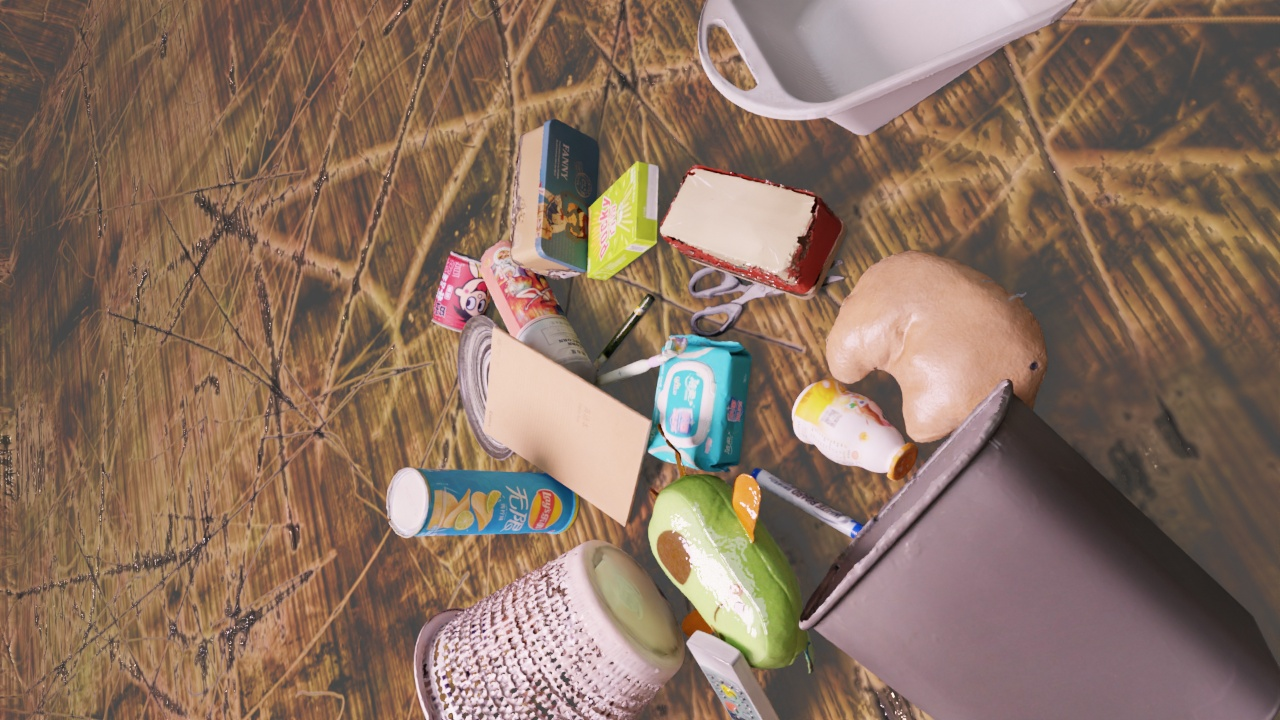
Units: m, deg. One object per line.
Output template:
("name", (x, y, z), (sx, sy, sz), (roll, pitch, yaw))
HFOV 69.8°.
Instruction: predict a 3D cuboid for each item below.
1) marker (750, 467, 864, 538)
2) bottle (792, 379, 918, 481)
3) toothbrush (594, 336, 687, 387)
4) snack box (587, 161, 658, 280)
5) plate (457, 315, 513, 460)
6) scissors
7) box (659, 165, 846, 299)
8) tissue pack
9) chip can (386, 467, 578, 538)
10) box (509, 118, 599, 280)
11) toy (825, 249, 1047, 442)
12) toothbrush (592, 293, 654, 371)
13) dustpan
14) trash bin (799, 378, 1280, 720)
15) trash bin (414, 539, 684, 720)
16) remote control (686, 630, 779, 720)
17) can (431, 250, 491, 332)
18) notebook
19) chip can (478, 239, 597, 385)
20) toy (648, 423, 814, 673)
("marker", (0.159, 0.134, 0.834), (0.146, 0.016, 0.017), (27, 100, 41))
("bottle", (0.185, 0.062, 0.792), (0.108, 0.063, 0.063), (35, 105, 40))
("toothbrush", (-0.006, 0.006, 0.958), (0.020, 0.029, 0.190), (57, 151, -4))
("snack box", (-0.022, -0.147, 0.991), (0.157, 0.026, 0.085), (158, 116, -67))
("plate", (-0.177, 0.031, 1.117), (0.179, 0.024, 0.179), (24, 119, 53))
("scissors", (0.117, -0.078, 0.911), (0.172, 0.014, 0.146), (-51, 55, 23))
("box", (0.100, -0.127, 0.882), (0.168, 0.080, 0.091), (25, 89, 42))
("tissue pack", (0.059, 0.041, 0.916), (0.093, 0.050, 0.133), (4, 84, 43))
("chip can", (-0.163, 0.152, 0.983), (0.071, 0.210, 0.071), (-8, 78, 40))
("box", (-0.099, -0.191, 1.068), (0.061, 0.089, 0.184), (-6, 77, 41))
("toy", (0.257, 0.001, 0.737), (0.226, 0.082, 0.144), (43, 111, 33))
("toothbrush", (-0.040, -0.002, 1.036), (0.186, 0.012, 0.017), (-51, 58, 22))
("dustpan", (0.188, -0.320, 0.808), (0.258, 0.142, 0.222), (-40, 59, 31))
("trash bin", (0.257, 0.160, 0.605), (0.220, 0.198, 0.199), (42, 112, 13))
("trash bin", (-0.073, 0.289, 0.897), (0.192, 0.227, 0.227), (-41, 57, 13))
("remote control", (0.086, 0.292, 0.805), (0.056, 0.135, 0.019), (12, 48, 48))
("can", (-0.225, -0.086, 1.176), (0.066, 0.066, 0.094), (24, 98, 41))
("notebook", (-0.085, 0.069, 0.982), (0.211, 0.012, 0.150), (30, 130, 23))
("chip can", (-0.123, -0.048, 1.067), (0.071, 0.071, 0.214), (-49, 50, 23))
("toy", (0.069, 0.178, 0.837), (0.246, 0.089, 0.227), (50, 145, 36))
